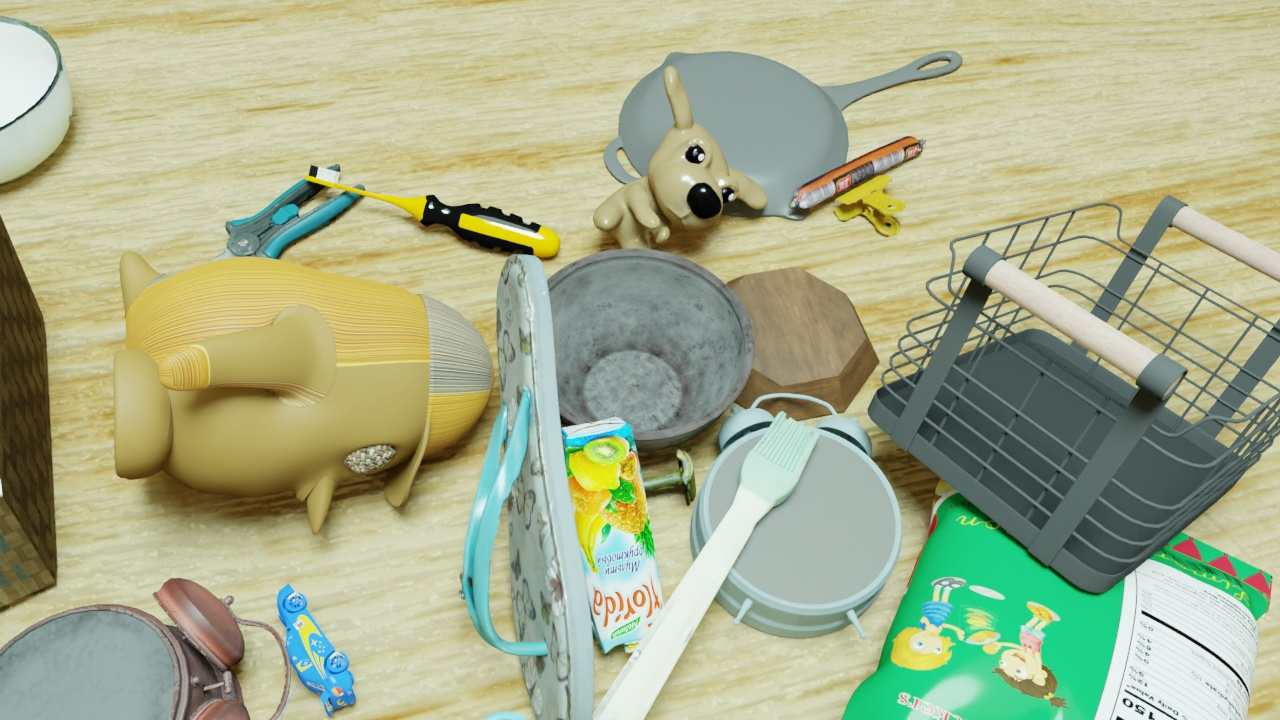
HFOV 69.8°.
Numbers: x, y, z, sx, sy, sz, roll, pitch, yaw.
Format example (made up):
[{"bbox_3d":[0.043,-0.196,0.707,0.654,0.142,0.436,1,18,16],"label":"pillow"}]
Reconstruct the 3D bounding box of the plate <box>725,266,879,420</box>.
[{"bbox_3d":[0.101,-0.018,0.640,0.131,0.025,0.131,2,56,-2],"label":"plate"}]

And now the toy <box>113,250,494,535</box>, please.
[{"bbox_3d":[-0.189,0.019,0.537,0.203,0.199,0.162,-1,83,-26],"label":"toy"}]

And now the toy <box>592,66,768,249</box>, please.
[{"bbox_3d":[0.020,-0.124,0.667,0.108,0.134,0.105,-35,35,14],"label":"toy"}]

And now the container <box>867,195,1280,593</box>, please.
[{"bbox_3d":[0.269,0.001,0.524,0.240,0.130,0.163,-16,46,-38],"label":"container"}]

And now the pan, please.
[{"bbox_3d":[0.134,-0.220,0.780,0.354,0.024,0.216,-21,60,-17],"label":"pan"}]

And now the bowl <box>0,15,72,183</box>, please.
[{"bbox_3d":[-0.502,-0.184,0.688,0.153,0.073,0.153,2,56,-3],"label":"bowl"}]

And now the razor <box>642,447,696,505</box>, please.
[{"bbox_3d":[-0.018,0.081,0.565,0.106,0.042,0.026,-12,65,0],"label":"razor"}]

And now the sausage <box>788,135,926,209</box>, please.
[{"bbox_3d":[0.175,-0.152,0.734,0.155,0.020,0.020,-28,62,-27],"label":"sausage"}]

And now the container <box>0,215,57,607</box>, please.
[{"bbox_3d":[-0.443,0.033,0.499,0.186,0.158,0.249,-10,56,-23],"label":"container"}]

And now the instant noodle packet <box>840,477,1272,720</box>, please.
[{"bbox_3d":[0.222,0.165,0.484,0.196,0.090,0.251,27,53,14],"label":"instant noodle packet"}]

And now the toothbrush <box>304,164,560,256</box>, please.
[{"bbox_3d":[-0.154,-0.110,0.680,0.197,0.031,0.031,16,99,2],"label":"toothbrush"}]

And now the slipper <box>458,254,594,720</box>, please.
[{"bbox_3d":[-0.073,0.073,0.499,0.054,0.098,0.268,-1,72,-22],"label":"slipper"}]

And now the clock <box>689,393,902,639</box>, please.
[{"bbox_3d":[0.094,0.089,0.556,0.122,0.045,0.159,6,58,0],"label":"clock"}]

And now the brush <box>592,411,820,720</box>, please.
[{"bbox_3d":[0.038,0.114,0.502,0.033,0.012,0.217,29,61,15],"label":"brush"}]

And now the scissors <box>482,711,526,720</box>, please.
[{"bbox_3d":[-0.028,0.209,0.491,0.138,0.015,0.063,-6,52,-15],"label":"scissors"}]

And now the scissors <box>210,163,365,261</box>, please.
[{"bbox_3d":[-0.272,-0.102,0.677,0.129,0.019,0.137,1,61,-10],"label":"scissors"}]

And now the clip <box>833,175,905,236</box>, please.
[{"bbox_3d":[0.185,-0.124,0.712,0.052,0.039,0.047,-28,55,-22],"label":"clip"}]

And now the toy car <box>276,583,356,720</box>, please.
[{"bbox_3d":[-0.188,0.172,0.487,0.061,0.033,0.092,-32,63,-30],"label":"toy car"}]

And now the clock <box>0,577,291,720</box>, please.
[{"bbox_3d":[-0.254,0.177,0.458,0.157,0.072,0.120,-14,58,-12],"label":"clock"}]

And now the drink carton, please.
[{"bbox_3d":[-0.015,0.097,0.511,0.044,0.038,0.129,-11,96,-12],"label":"drink carton"}]

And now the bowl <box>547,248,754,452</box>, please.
[{"bbox_3d":[-0.004,0.003,0.594,0.145,0.067,0.144,2,56,-2],"label":"bowl"}]
